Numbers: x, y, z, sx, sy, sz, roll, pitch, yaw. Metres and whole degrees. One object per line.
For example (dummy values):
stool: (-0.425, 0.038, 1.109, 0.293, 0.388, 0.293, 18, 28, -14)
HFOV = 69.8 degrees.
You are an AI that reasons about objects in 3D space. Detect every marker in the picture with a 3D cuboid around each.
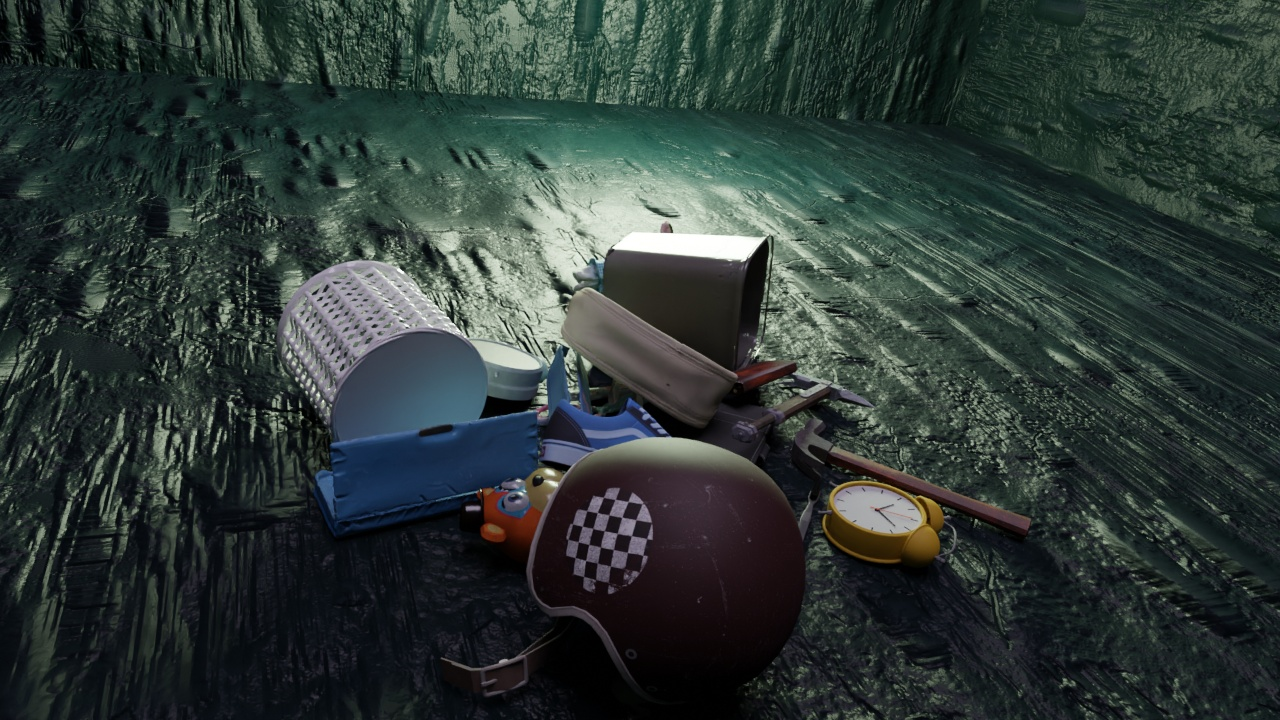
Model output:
marker: (-0.031, 0.043, 1.272, 0.145, 0.017, 0.017, -6, 30, -27)

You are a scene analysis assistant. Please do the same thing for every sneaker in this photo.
sneaker: (0.013, 0.097, 1.035, 0.241, 0.098, 0.083, 17, -15, -10)

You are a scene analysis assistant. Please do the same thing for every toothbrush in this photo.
toothbrush: (0.188, 0.189, 1.057, 0.013, 0.013, 0.166, 16, 30, 15)

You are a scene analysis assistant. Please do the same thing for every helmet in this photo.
helmet: (0.013, 0.184, 0.808, 0.254, 0.233, 0.233, 3, -8, 36)

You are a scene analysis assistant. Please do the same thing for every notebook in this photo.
notebook: (0.082, 0.098, 1.185, 0.169, 0.029, 0.208, 15, 28, 14)

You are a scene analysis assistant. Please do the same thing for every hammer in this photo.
hammer: (0.201, 0.065, 1.219, 0.147, 0.028, 0.316, 20, 18, 27)
hammer: (0.334, 0.154, 1.153, 0.301, 0.028, 0.110, 20, 28, 21)

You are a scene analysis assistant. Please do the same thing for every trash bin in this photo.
trash bin: (0.071, -0.098, 1.408, 0.220, 0.198, 0.197, 10, 25, 17)

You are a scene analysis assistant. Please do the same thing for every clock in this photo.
clock: (-0.188, 0.009, 1.234, 0.122, 0.045, 0.159, 22, 14, 17)
clock: (0.282, 0.186, 1.048, 0.152, 0.052, 0.113, 13, 27, 17)

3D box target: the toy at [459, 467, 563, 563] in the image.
toy: (-0.097, 0.162, 0.944, 0.176, 0.096, 0.112, -9, 24, -11)

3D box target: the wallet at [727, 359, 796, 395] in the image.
wallet: (0.156, 0.023, 1.285, 0.122, 0.019, 0.072, -18, 12, -40)

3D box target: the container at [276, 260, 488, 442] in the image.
container: (-0.302, 0.005, 1.073, 0.189, 0.190, 0.187, -11, 34, -34)

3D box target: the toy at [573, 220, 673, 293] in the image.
toy: (-0.018, -0.150, 1.582, 0.205, 0.131, 0.105, -18, 56, -22)

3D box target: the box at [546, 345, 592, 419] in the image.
box: (-0.077, 0.052, 1.159, 0.064, 0.069, 0.209, 16, 25, -17)

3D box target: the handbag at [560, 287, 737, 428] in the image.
handbag: (-0.007, 0.007, 1.199, 0.229, 0.132, 0.184, 33, 6, -9)

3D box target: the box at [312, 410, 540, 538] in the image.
box: (-0.226, 0.102, 0.990, 0.231, 0.110, 0.094, -8, 32, -30)

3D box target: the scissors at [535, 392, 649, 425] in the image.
scissors: (-0.046, 0.076, 1.204, 0.178, 0.016, 0.108, -9, 30, -31)
